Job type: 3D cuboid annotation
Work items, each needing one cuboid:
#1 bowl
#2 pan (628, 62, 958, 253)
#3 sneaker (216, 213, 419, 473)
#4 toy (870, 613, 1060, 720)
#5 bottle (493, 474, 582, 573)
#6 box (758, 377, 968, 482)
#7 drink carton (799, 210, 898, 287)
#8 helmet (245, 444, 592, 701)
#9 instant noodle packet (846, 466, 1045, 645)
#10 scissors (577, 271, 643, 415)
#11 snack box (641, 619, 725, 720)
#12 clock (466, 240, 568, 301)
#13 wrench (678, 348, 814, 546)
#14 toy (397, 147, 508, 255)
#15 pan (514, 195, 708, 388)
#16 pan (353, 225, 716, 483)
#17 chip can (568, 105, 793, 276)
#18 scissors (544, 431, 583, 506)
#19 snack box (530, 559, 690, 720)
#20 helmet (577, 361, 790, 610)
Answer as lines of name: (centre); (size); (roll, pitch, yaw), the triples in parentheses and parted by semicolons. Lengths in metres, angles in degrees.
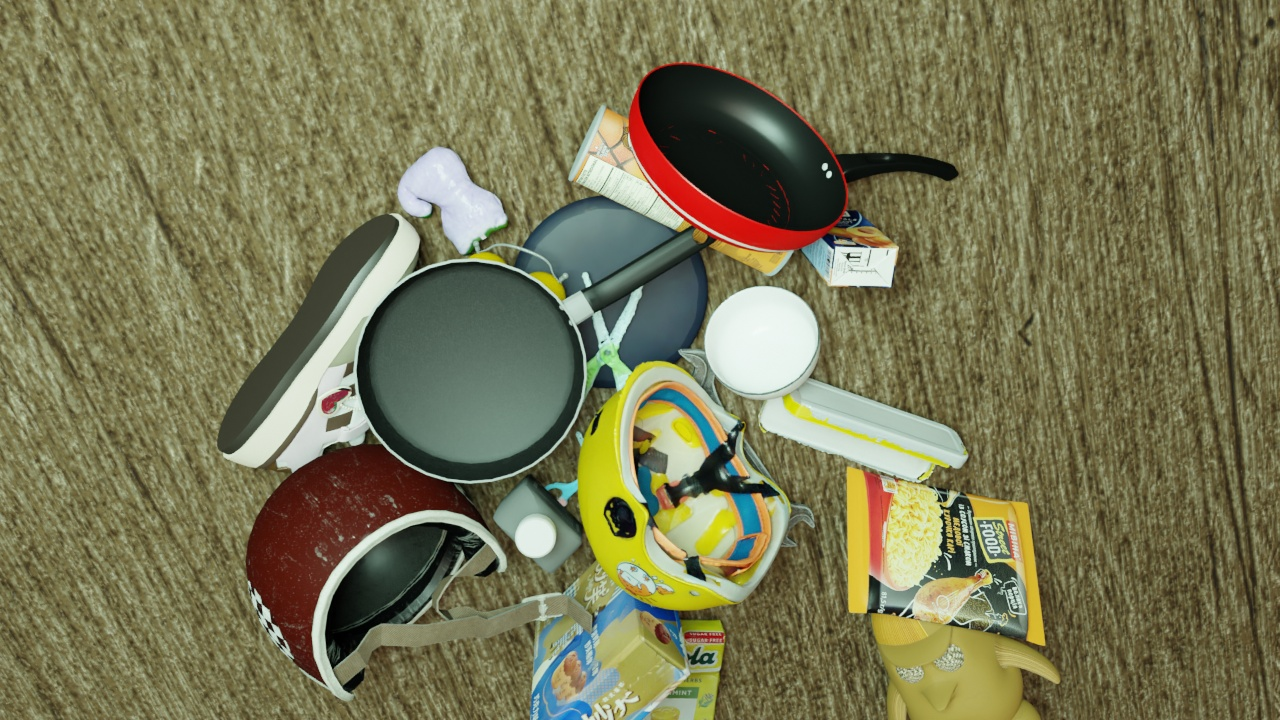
bowl: (0.125, -0.012, 0.916); (0.113, 0.063, 0.113); (-6, 71, 17)
pan: (0.149, -0.178, 0.843); (0.355, 0.208, 0.067); (2, 143, -30)
sneaker: (-0.281, -0.001, 0.889); (0.116, 0.111, 0.294); (30, 103, -35)
toy: (0.332, 0.328, 1.013); (0.199, 0.162, 0.203); (-30, 97, 21)
bottle: (-0.099, 0.161, 0.895); (0.084, 0.174, 0.046); (45, 85, -1)
box: (0.235, 0.079, 0.959); (0.209, 0.080, 0.079); (18, 103, -11)
drink carton: (0.192, -0.109, 0.868); (0.064, 0.130, 0.040); (2, 114, -6)
helmet: (-0.239, 0.198, 0.872); (0.232, 0.254, 0.234); (-38, 130, -24)
instant noodle packet: (0.326, 0.208, 0.986); (0.220, 0.159, 0.032); (12, 149, -8)
scissors: (-0.040, -0.007, 0.919); (0.139, 0.028, 0.170); (-12, 108, 3)
snack box: (0.028, 0.385, 1.058); (0.121, 0.045, 0.181); (4, 107, -5)
clock: (-0.133, -0.039, 0.890); (0.113, 0.052, 0.152); (20, 112, -1)
wrench: (0.106, 0.099, 0.980); (0.070, 0.010, 0.273); (-34, 112, 6)
toy: (-0.181, -0.150, 0.875); (0.080, 0.036, 0.099); (-34, 103, 17)
pan: (-0.006, 0.005, 0.947); (0.199, 0.021, 0.357); (-19, 109, 2)
pan: (-0.087, -0.031, 0.834); (0.355, 0.044, 0.204); (-31, 104, -1)
chip can: (0.045, -0.158, 0.868); (0.215, 0.075, 0.075); (24, 104, -12)
scissors: (-0.046, 0.142, 0.986); (0.135, 0.015, 0.135); (-41, 106, 19)
snack box: (-0.036, 0.291, 0.940); (0.069, 0.202, 0.155); (41, 100, -15)
helmet: (0.017, 0.132, 0.891); (0.140, 0.208, 0.240); (-31, 93, 37)
